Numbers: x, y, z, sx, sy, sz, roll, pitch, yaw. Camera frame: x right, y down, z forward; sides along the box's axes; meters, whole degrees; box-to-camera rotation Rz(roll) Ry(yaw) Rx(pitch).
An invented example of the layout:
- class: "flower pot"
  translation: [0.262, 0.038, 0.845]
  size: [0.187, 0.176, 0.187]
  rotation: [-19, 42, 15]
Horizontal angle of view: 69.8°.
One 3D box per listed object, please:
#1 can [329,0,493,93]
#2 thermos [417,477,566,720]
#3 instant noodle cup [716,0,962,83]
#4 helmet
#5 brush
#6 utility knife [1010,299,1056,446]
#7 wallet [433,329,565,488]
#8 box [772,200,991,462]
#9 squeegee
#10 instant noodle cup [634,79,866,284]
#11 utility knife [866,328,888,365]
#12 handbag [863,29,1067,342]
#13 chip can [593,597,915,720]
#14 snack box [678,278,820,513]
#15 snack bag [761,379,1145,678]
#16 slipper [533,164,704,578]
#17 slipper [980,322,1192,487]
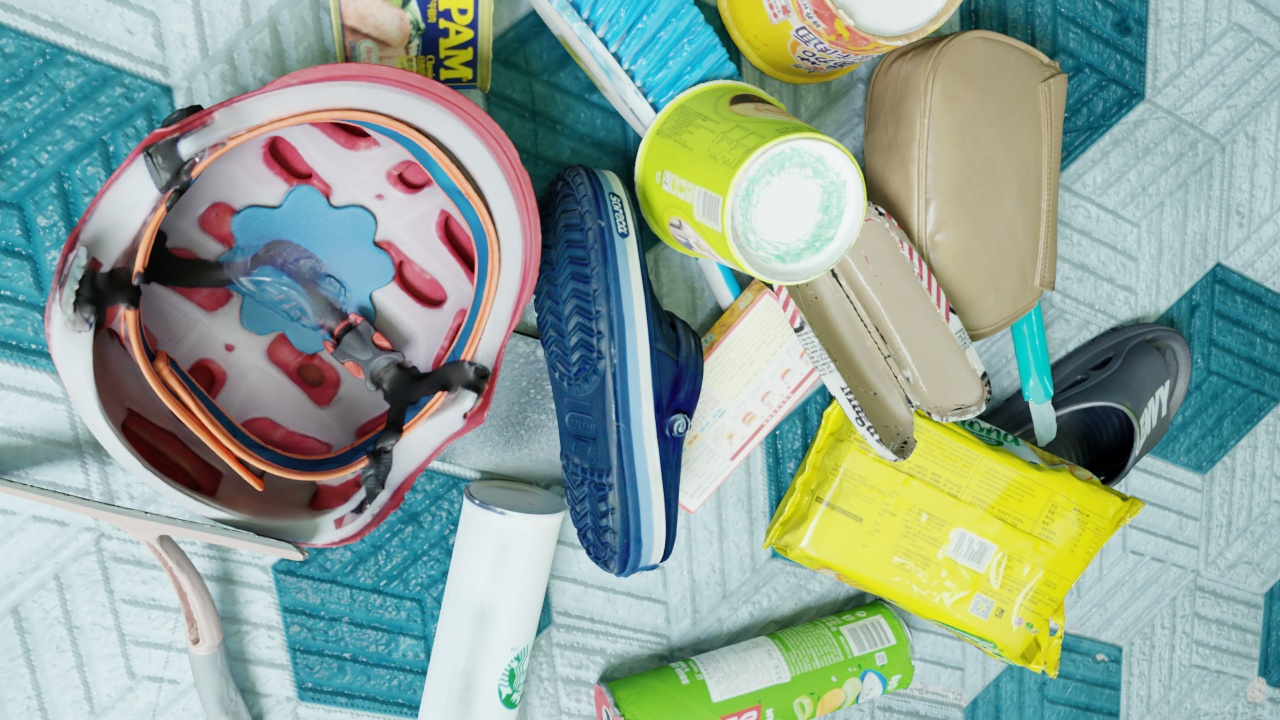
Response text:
- class: "can"
  translation: [-0.126, -0.196, 0.501]
  size: [0.083, 0.057, 0.102]
  rotation: [-7, 145, -15]
- class: "thermos"
  translation: [-0.103, 0.195, 0.606]
  size: [0.073, 0.073, 0.224]
  rotation: [10, 98, -21]
- class: "instant noodle cup"
  translation: [0.129, -0.246, 0.568]
  size: [0.138, 0.110, 0.138]
  rotation: [-4, 103, -17]
- class: "helmet"
  translation: [-0.176, -0.040, 0.490]
  size: [0.240, 0.144, 0.207]
  rotation: [-50, 119, -7]
- class: "brush"
  translation: [0.029, -0.140, 0.592]
  size: [0.109, 0.060, 0.314]
  rotation: [-43, 114, 0]
- class: "utility knife"
  translation: [0.291, -0.026, 0.696]
  size: [0.029, 0.013, 0.182]
  rotation: [-8, 85, -1]
- class: "wallet"
  translation: [-0.073, 0.032, 0.610]
  size: [0.120, 0.019, 0.097]
  rotation: [16, 98, -23]
- class: "box"
  translation: [0.148, -0.015, 0.585]
  size: [0.086, 0.076, 0.162]
  rotation: [-38, 99, -27]
- class: "squeegee"
  translation: [-0.264, 0.165, 0.541]
  size: [0.248, 0.040, 0.250]
  rotation: [8, 124, 18]
- class: "instant noodle cup"
  translation: [0.066, -0.097, 0.524]
  size: [0.111, 0.123, 0.112]
  rotation: [-6, 113, -14]
- class: "utility knife"
  translation: [0.163, -0.016, 0.674]
  size: [0.202, 0.033, 0.015]
  rotation: [31, 94, -18]
- class: "handbag"
  translation: [0.222, -0.119, 0.638]
  size: [0.147, 0.100, 0.204]
  rotation: [-8, 104, -25]
- class: "chip can"
  translation: [0.087, 0.241, 0.680]
  size: [0.235, 0.072, 0.072]
  rotation: [-12, 105, -17]
- class: "snack box"
  translation: [0.057, 0.027, 0.629]
  size: [0.077, 0.027, 0.156]
  rotation: [37, 100, -24]
- class: "snack bag"
  translation: [0.221, 0.117, 0.665]
  size: [0.246, 0.068, 0.158]
  rotation: [25, 94, -2]
- class: "slipper"
  translation: [-0.003, 0.003, 0.561]
  size: [0.095, 0.105, 0.253]
  rotation: [-6, 90, -29]
- class: "slipper"
  translation: [0.350, 0.068, 0.729]
  size: [0.268, 0.083, 0.111]
  rotation: [-29, 111, -10]
